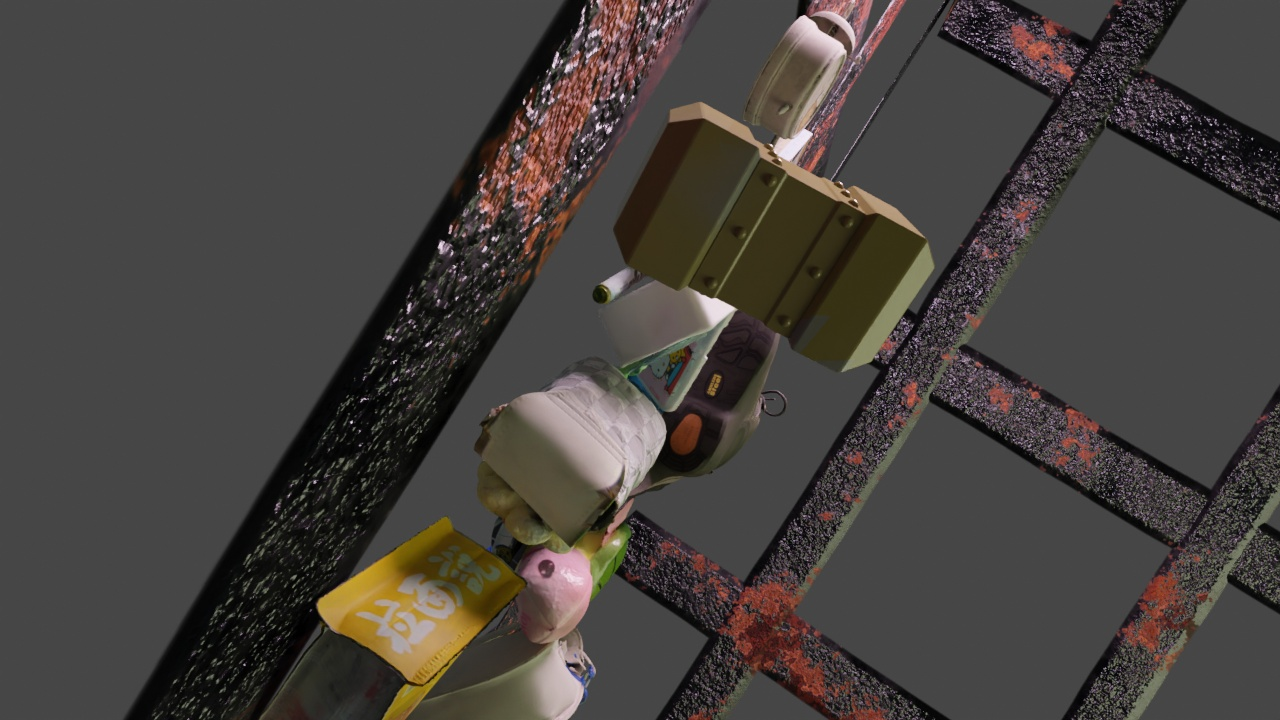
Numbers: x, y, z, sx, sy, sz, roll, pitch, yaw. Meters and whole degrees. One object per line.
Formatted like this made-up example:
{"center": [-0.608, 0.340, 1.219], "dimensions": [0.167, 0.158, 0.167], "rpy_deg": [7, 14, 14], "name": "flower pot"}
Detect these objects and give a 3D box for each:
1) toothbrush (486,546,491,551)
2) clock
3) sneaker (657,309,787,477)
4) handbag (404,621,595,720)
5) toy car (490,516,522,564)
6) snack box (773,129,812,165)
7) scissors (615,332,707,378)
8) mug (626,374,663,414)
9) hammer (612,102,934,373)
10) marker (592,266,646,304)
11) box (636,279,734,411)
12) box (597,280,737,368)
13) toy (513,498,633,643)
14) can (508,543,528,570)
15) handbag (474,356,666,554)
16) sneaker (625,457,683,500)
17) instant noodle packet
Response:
{"center": [-0.154, 0.197, 0.896], "dimensions": [0.016, 0.018, 0.182], "rpy_deg": [-34, 176, 11], "name": "toothbrush"}
{"center": [0.157, -0.266, 0.835], "dimensions": [0.156, 0.061, 0.103], "rpy_deg": [-54, 172, -11], "name": "clock"}
{"center": [0.107, 0.022, 0.987], "dimensions": [0.237, 0.101, 0.143], "rpy_deg": [-67, 153, -6], "name": "sneaker"}
{"center": [-0.142, 0.322, 0.918], "dimensions": [0.201, 0.093, 0.199], "rpy_deg": [-21, -176, 13], "name": "handbag"}
{"center": [-0.119, 0.152, 0.881], "dimensions": [0.106, 0.033, 0.047], "rpy_deg": [-64, 171, 27], "name": "toy car"}
{"center": [0.148, -0.198, 1.156], "dimensions": [0.100, 0.031, 0.186], "rpy_deg": [-51, 170, -41], "name": "snack box"}
{"center": [-0.003, 0.008, 0.820], "dimensions": [0.176, 0.033, 0.078], "rpy_deg": [-31, -177, 40], "name": "scissors"}
{"center": [0.018, 0.011, 1.048], "dimensions": [0.104, 0.084, 0.112], "rpy_deg": [-49, -162, -26], "name": "mug"}
{"center": [0.089, -0.127, 0.713], "dimensions": [0.101, 0.190, 0.324], "rpy_deg": [-61, -171, 20], "name": "hammer"}
{"center": [-0.006, -0.071, 0.761], "dimensions": [0.017, 0.017, 0.146], "rpy_deg": [-61, 171, 26], "name": "marker"}
{"center": [0.040, -0.065, 0.902], "dimensions": [0.149, 0.073, 0.202], "rpy_deg": [-93, -155, -54], "name": "box"}
{"center": [0.023, -0.053, 0.763], "dimensions": [0.103, 0.076, 0.107], "rpy_deg": [-22, -176, 30], "name": "box"}
{"center": [-0.074, 0.206, 0.922], "dimensions": [0.190, 0.087, 0.238], "rpy_deg": [-31, -179, 3], "name": "toy"}
{"center": [-0.102, 0.207, 1.083], "dimensions": [0.127, 0.064, 0.064], "rpy_deg": [-57, 172, -4], "name": "can"}
{"center": [-0.054, 0.073, 0.707], "dimensions": [0.124, 0.112, 0.171], "rpy_deg": [-51, 176, 23], "name": "handbag"}
{"center": [-0.049, 0.108, 0.953], "dimensions": [0.120, 0.095, 0.234], "rpy_deg": [-24, 170, 27], "name": "sneaker"}
{"center": [-0.193, 0.230, 0.620], "dimensions": [0.222, 0.084, 0.162], "rpy_deg": [-54, 174, 17], "name": "instant noodle packet"}
